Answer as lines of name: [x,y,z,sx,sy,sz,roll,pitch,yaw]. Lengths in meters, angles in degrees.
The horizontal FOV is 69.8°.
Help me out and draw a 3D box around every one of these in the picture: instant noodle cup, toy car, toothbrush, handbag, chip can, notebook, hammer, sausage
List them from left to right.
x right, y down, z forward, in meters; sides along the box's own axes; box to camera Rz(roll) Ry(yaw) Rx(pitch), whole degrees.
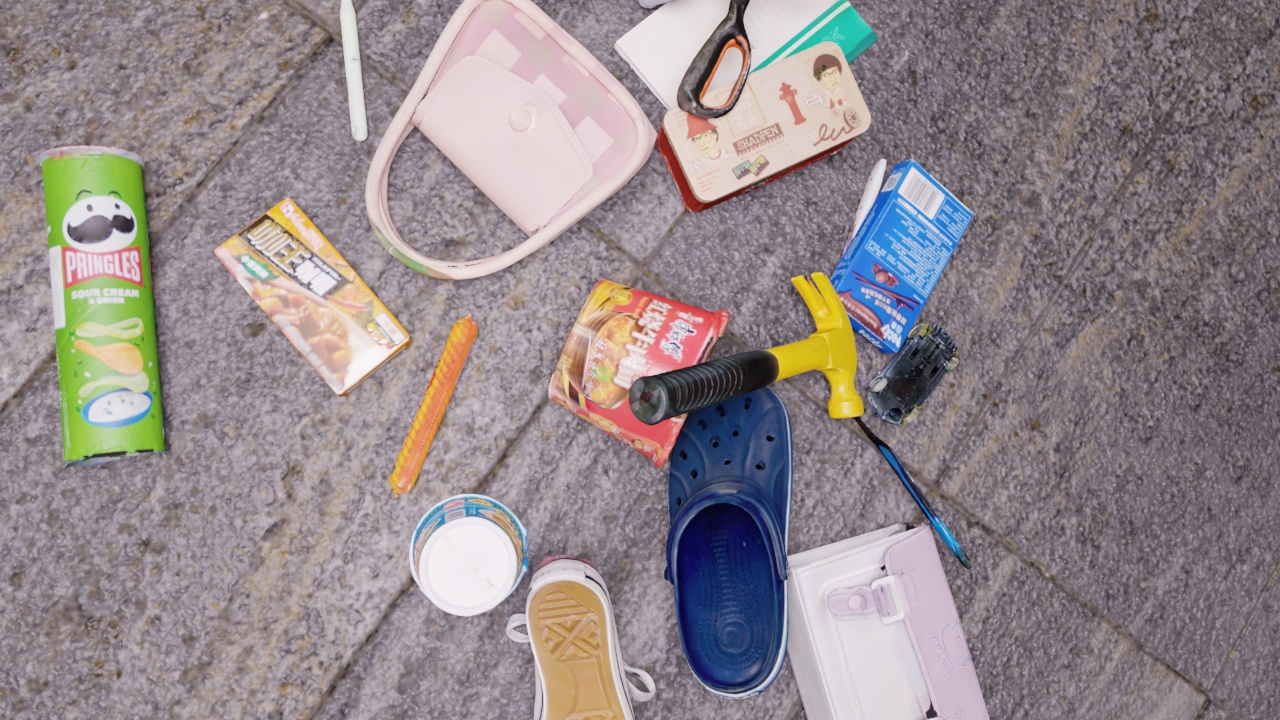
chip can: [-0.410,-0.039,0.701,0.072,0.072,0.236,-6,86,-11]
toothbrush: [-0.251,-0.279,0.781,0.020,0.029,0.189,-4,85,-51]
sausage: [-0.171,0.036,0.759,0.021,0.021,0.165,22,80,-7]
instant noodle cup: [-0.132,0.153,0.709,0.099,0.110,0.099,1,83,-9]
handbag: [-0.123,-0.170,0.766,0.193,0.093,0.234,44,86,-2]
instant noodle cup: [-0.004,0.004,0.741,0.108,0.138,0.137,24,80,3]
notebook: [0.101,-0.294,0.848,0.209,0.012,0.150,-41,93,-11]
hammer: [0.092,0.005,0.694,0.299,0.033,0.129,-13,94,-53]
toothbrush: [0.196,-0.101,0.841,0.017,0.016,0.187,23,81,-15]
handbag: [0.204,0.248,0.767,0.144,0.099,0.197,-14,85,-19]
toothbrush: [0.228,0.097,0.793,0.016,0.014,0.189,-21,64,-25]
toy car: [0.243,0.013,0.828,0.049,0.031,0.105,42,75,-4]

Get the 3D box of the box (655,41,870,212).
box: [0.103,-0.201,0.801,0.168,0.077,0.091,-25,92,-7]

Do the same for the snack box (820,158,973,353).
snack box: [0.232,-0.094,0.831,0.084,0.026,0.157,35,78,-16]

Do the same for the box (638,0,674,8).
box: [0.060,-0.403,0.805,0.100,0.095,0.201,28,78,33]

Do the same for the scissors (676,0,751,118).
scissors: [0.070,-0.305,0.755,0.233,0.022,0.220,8,84,-3]

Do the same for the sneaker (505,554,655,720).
sneaker: [-0.048,0.256,0.726,0.118,0.087,0.241,-4,106,1]

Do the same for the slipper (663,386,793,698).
slipper: [0.065,0.132,0.723,0.105,0.095,0.252,-4,68,17]

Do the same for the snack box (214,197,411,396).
snack box: [-0.265,-0.051,0.750,0.075,0.026,0.153,-41,92,-12]
